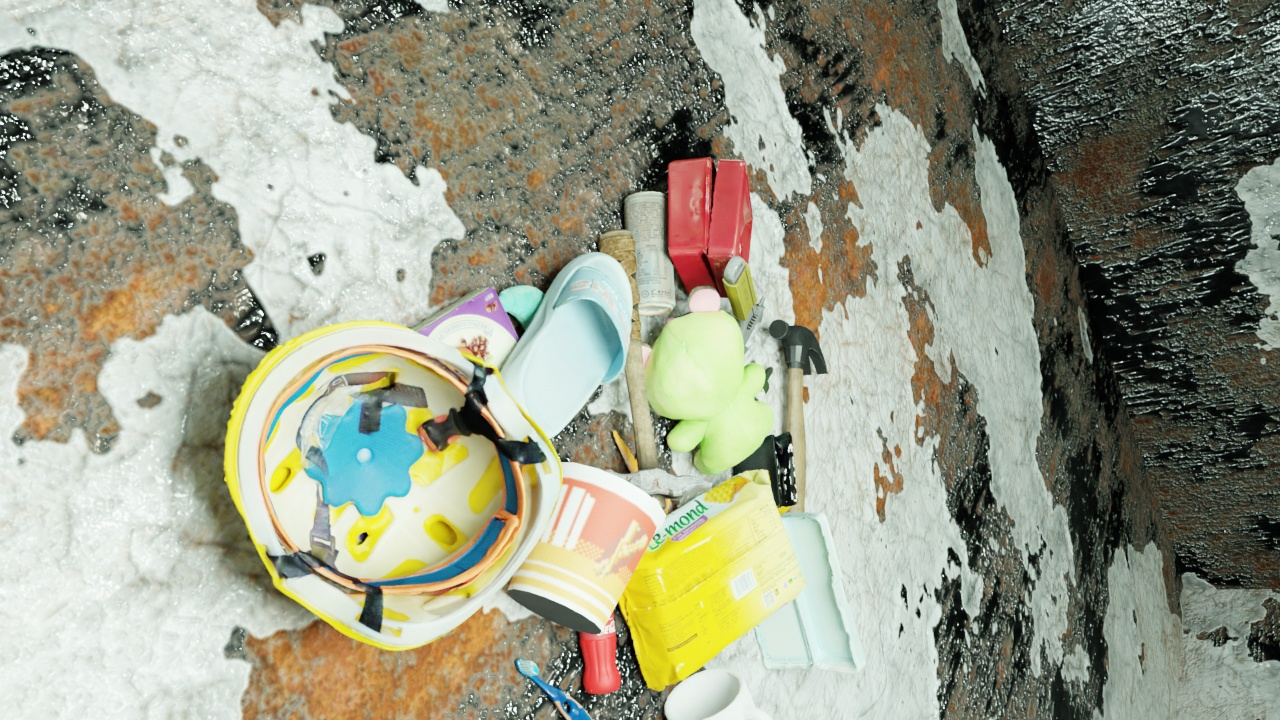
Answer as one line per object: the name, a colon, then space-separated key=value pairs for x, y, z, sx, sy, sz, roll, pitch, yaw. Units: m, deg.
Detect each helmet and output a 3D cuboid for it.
helmet: x=-0.195 y=0.083 z=0.690 sx=0.208 sy=0.140 sz=0.240 roll=-47 pitch=108 yaw=-20

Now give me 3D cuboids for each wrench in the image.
wrench: x=0.122 y=-0.065 z=1.098 sx=0.083 sy=0.018 sz=0.273 roll=-59 pitch=163 yaw=-6

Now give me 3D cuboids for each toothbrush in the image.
toothbrush: x=-0.075 y=0.324 z=0.872 sx=0.135 sy=0.017 sz=0.021 roll=55 pitch=46 yaw=-26

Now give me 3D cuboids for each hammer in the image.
hammer: x=-0.006 y=0.006 z=0.986 sx=0.049 sy=0.121 sz=0.318 roll=79 pitch=3 yaw=-72
hammer: x=0.214 y=0.106 z=1.255 sx=0.132 sy=0.040 sz=0.305 roll=18 pitch=70 yaw=-56

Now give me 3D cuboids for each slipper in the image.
slipper: x=-0.055 y=-0.016 z=0.881 sx=0.104 sy=0.074 sz=0.244 roll=60 pitch=36 yaw=-25

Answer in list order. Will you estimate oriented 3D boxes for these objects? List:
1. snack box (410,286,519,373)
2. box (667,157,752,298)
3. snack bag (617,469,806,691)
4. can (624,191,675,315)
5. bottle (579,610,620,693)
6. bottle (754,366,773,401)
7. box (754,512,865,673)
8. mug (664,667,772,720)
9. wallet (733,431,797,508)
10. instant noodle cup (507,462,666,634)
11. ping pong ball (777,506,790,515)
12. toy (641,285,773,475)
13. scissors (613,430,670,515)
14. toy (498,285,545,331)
snack box: x=-0.158 y=0.028 z=0.829 sx=0.143 sy=0.041 sz=0.148 roll=-42 pitch=113 yaw=-47
box: x=0.084 y=-0.153 z=1.094 sx=0.158 sy=0.093 sz=0.129 roll=60 pitch=31 yaw=-70
snack bag: x=0.078 y=0.237 z=1.001 sx=0.246 sy=0.068 sz=0.159 roll=-25 pitch=101 yaw=-34
can: x=0.010 y=-0.123 z=1.062 sx=0.054 sy=0.054 sz=0.135 roll=10 pitch=72 yaw=-49
bottle: x=-0.043 y=0.266 z=0.909 sx=0.036 sy=0.036 sz=0.119 roll=4 pitch=77 yaw=-50
bottle: x=0.155 y=0.040 z=1.218 sx=0.025 sy=0.025 sz=0.105 roll=60 pitch=42 yaw=-21
box: x=0.187 y=0.280 z=1.106 sx=0.040 sy=0.135 sz=0.197 roll=-21 pitch=97 yaw=-49
mug: x=0.095 y=0.394 z=0.976 sx=0.090 sy=0.122 sz=0.090 roll=-36 pitch=108 yaw=-48
wallet: x=0.147 y=0.139 z=1.120 sx=0.026 sy=0.115 sz=0.089 roll=2 pitch=76 yaw=-24
instant noodle cup: x=-0.056 y=0.179 z=0.860 sx=0.123 sy=0.124 sz=0.120 roll=44 pitch=57 yaw=-34
ping pong ball: x=0.177 y=0.182 z=1.195 sx=0.040 sy=0.040 sz=0.040 roll=16 pitch=68 yaw=-47
toy: x=0.079 y=0.035 z=1.049 sx=0.150 sy=0.107 sz=0.197 roll=-38 pitch=117 yaw=-4
scissors: x=-0.006 y=0.132 z=1.010 sx=0.127 sy=0.011 sz=0.125 roll=-49 pitch=118 yaw=-45
toy: x=-0.105 y=-0.030 z=0.911 sx=0.105 sy=0.033 sz=0.084 roll=64 pitch=30 yaw=-16
